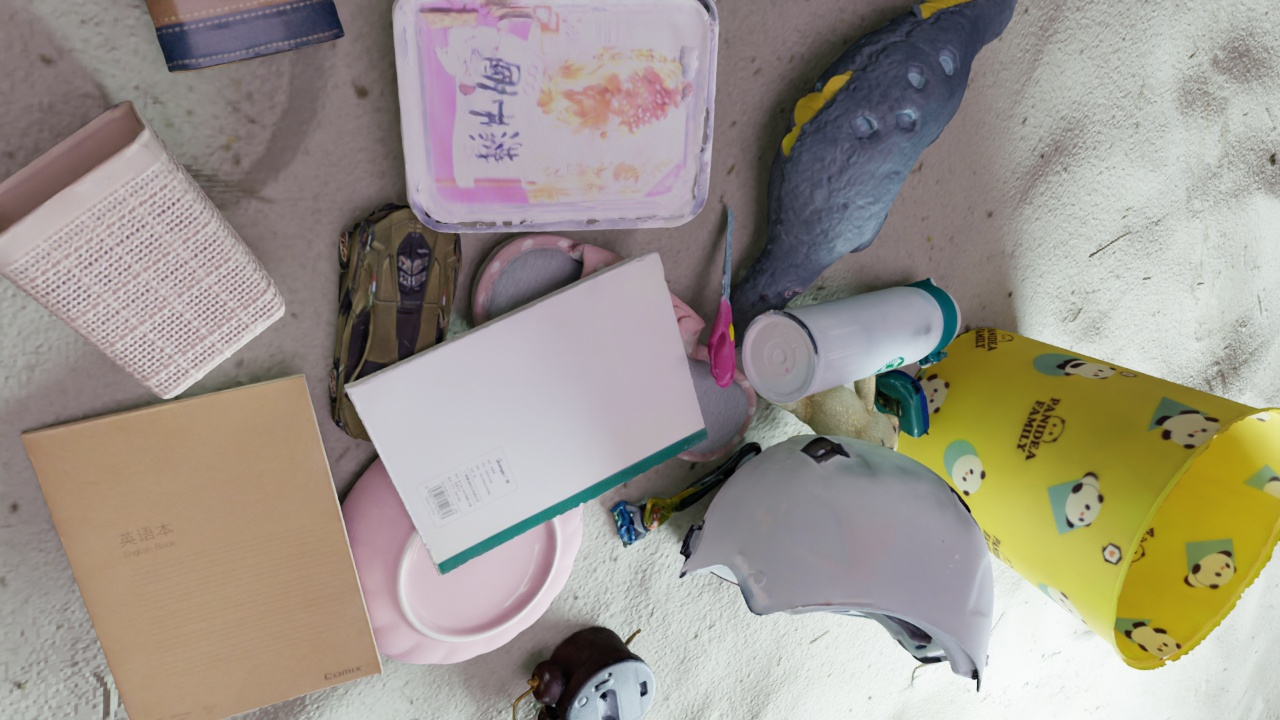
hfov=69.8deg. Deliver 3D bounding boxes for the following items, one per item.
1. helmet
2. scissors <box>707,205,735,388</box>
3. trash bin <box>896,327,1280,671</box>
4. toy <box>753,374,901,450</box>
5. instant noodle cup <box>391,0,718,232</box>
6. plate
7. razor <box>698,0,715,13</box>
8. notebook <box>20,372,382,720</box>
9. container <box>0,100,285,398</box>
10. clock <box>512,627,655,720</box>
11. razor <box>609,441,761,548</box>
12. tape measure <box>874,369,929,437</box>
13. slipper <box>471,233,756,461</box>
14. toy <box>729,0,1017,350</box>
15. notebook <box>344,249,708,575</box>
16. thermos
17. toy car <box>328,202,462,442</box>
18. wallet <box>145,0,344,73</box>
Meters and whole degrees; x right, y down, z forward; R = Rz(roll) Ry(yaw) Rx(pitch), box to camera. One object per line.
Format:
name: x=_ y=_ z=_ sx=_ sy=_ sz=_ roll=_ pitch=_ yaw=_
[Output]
helmet: x=0.155 y=0.136 z=0.711 sx=0.229 sy=0.259 sz=0.145 roll=21 pitch=81 yaw=-5
scissors: x=0.060 y=-0.049 z=0.658 sx=0.064 sy=0.017 sz=0.135 roll=20 pitch=72 yaw=-69
trash bin: x=0.379 y=0.098 z=0.805 sx=0.229 sy=0.255 sz=0.230 roll=-13 pitch=117 yaw=-27
toy: x=0.158 y=0.041 z=0.762 sx=0.157 sy=0.066 sz=0.105 roll=36 pitch=91 yaw=-27
instant noodle cup: x=-0.048 y=-0.147 z=0.526 sx=0.173 sy=0.060 sz=0.138 roll=-2 pitch=119 yaw=-8
plate: x=-0.118 y=0.133 z=0.641 sx=0.192 sy=0.039 sz=0.193 roll=-13 pitch=115 yaw=-30
razor: x=-0.018 y=-0.246 z=0.530 sx=0.167 sy=0.068 sz=0.062 roll=33 pitch=48 yaw=-31
notebook: x=-0.253 y=0.122 z=0.551 sx=0.149 sy=0.012 sz=0.212 roll=-13 pitch=110 yaw=-16
container: x=-0.247 y=-0.052 z=0.457 sx=0.089 sy=0.090 sz=0.111 roll=-40 pitch=130 yaw=-10
clock: x=-0.046 y=0.269 z=0.747 sx=0.121 sy=0.055 sz=0.082 roll=-18 pitch=120 yaw=-23
razor: x=0.044 y=0.106 z=0.749 sx=0.142 sy=0.022 sz=0.043 roll=-28 pitch=125 yaw=-19
tape measure: x=0.228 y=0.036 z=0.810 sx=0.025 sy=0.054 sz=0.058 roll=-29 pitch=122 yaw=-21
slipper: x=-0.004 y=0.004 z=0.652 sx=0.274 sy=0.054 sz=0.114 roll=35 pitch=91 yaw=-39
toy: x=0.164 y=-0.159 z=0.669 sx=0.356 sy=0.091 sz=0.138 roll=-53 pitch=155 yaw=1
notebook: x=-0.062 y=0.035 z=0.594 sx=0.209 sy=0.012 sz=0.150 roll=-26 pitch=119 yaw=-15
thermos: x=0.177 y=-0.018 z=0.721 sx=0.223 sy=0.073 sz=0.073 roll=-13 pitch=118 yaw=-42
toy car: x=-0.150 y=-0.018 z=0.562 sx=0.070 sy=0.042 sz=0.158 roll=-1 pitch=114 yaw=-31
wallet: x=-0.204 y=-0.206 z=0.448 sx=0.090 sy=0.033 sz=0.115 roll=-24 pitch=121 yaw=-24
